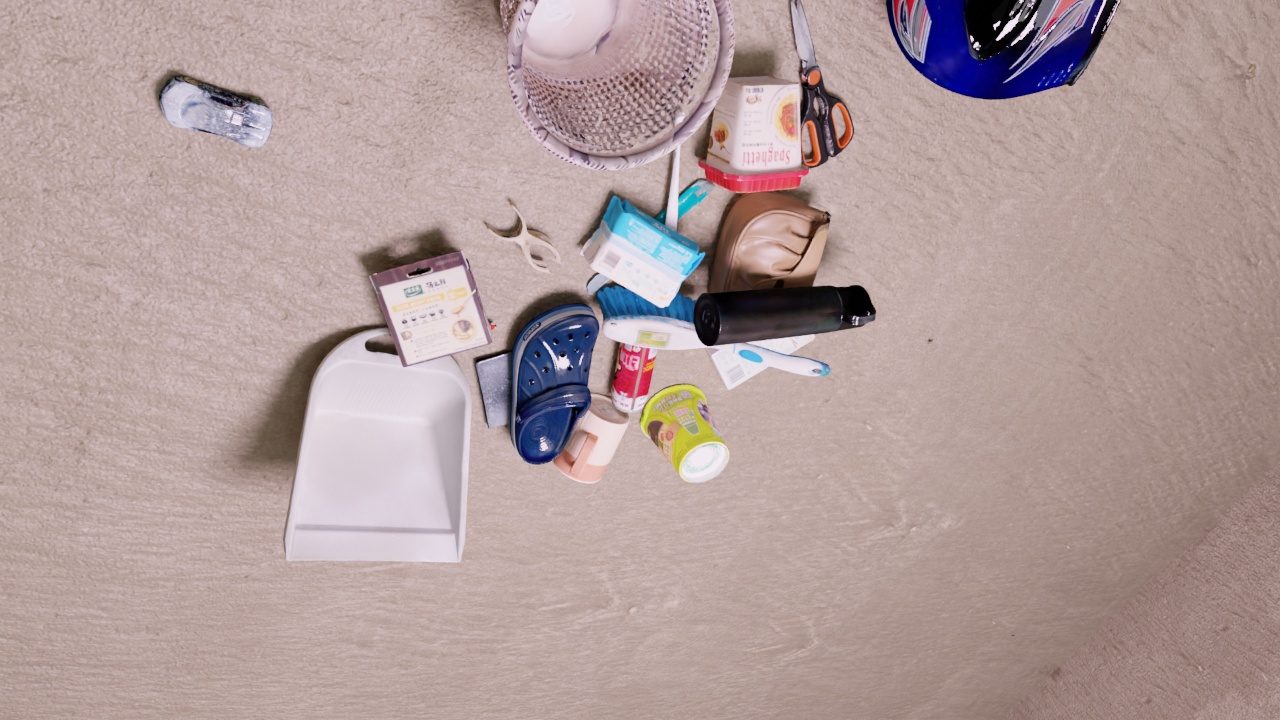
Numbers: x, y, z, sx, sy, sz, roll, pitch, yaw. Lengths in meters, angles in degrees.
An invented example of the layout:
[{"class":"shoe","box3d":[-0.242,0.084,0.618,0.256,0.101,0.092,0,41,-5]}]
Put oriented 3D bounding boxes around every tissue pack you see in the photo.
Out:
[{"class":"tissue pack","box3d":[0.003,-0.138,1.171,0.140,0.063,0.090,29,111,-14]}]

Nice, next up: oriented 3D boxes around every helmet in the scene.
[{"class":"helmet","box3d":[0.404,-0.454,1.017,0.240,0.246,0.316,14,128,6]}]

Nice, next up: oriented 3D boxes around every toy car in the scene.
[{"class":"toy car","box3d":[-0.424,-0.247,0.918,0.105,0.031,0.049,12,118,-31]}]

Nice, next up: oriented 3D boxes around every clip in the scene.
[{"class":"clip","box3d":[-0.141,-0.148,1.131,0.074,0.034,0.100,-41,127,9]}]

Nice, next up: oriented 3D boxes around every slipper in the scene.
[{"class":"slipper","box3d":[-0.118,0.044,1.233,0.105,0.095,0.253,-3,125,-32]}]

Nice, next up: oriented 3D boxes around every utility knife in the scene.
[{"class":"utility knife","box3d":[0.011,-0.162,1.207,0.219,0.013,0.029,-41,128,9]}]

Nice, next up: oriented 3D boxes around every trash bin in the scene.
[{"class":"trash bin","box3d":[-0.047,-0.334,0.922,0.227,0.192,0.228,-13,130,-17]}]

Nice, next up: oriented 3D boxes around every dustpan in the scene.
[{"class":"dustpan","box3d":[-0.311,0.101,1.137,0.222,0.257,0.143,8,145,-30]}]

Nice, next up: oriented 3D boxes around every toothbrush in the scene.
[{"class":"toothbrush","box3d":[0.043,-0.228,1.161,0.016,0.016,0.180,-2,123,-9]}]

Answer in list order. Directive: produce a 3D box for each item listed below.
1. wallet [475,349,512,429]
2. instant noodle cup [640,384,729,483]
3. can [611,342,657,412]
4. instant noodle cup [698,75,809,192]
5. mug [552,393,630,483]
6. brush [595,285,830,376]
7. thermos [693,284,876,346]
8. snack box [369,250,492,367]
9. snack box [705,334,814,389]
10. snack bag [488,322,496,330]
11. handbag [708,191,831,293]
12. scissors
[{"class":"wallet","box3d":[-0.173,0.035,1.268,0.097,0.019,0.121,-17,129,-17]},{"class":"instant noodle cup","box3d":[0.073,0.116,1.377,0.111,0.123,0.112,-13,130,-16]},{"class":"can","box3d":[-0.008,0.008,1.302,0.053,0.053,0.133,-5,127,-23]},{"class":"instant noodle cup","box3d":[0.140,-0.279,1.121,0.116,0.116,0.124,-8,116,-20]},{"class":"mug","box3d":[-0.074,0.117,1.318,0.081,0.114,0.106,27,112,-2]},{"class":"brush","box3d":[0.096,-0.034,1.229,0.314,0.109,0.061,6,129,-10]},{"class":"thermos","box3d":[0.195,-0.061,1.195,0.242,0.090,0.068,-7,107,-24]},{"class":"snack box","box3d":[-0.250,-0.066,1.105,0.113,0.053,0.126,-15,112,-4]},{"class":"snack box","box3d":[0.181,-0.027,1.385,0.157,0.027,0.085,-32,132,-1]},{"class":"snack bag","box3d":[-0.226,-0.058,1.163,0.045,0.026,0.105,-33,131,7]},{"class":"handbag","box3d":[0.177,-0.126,1.256,0.147,0.099,0.205,-5,131,-16]},{"class":"scissors","box3d":[0.228,-0.356,1.162,0.139,0.021,0.235,-17,127,-24]}]
